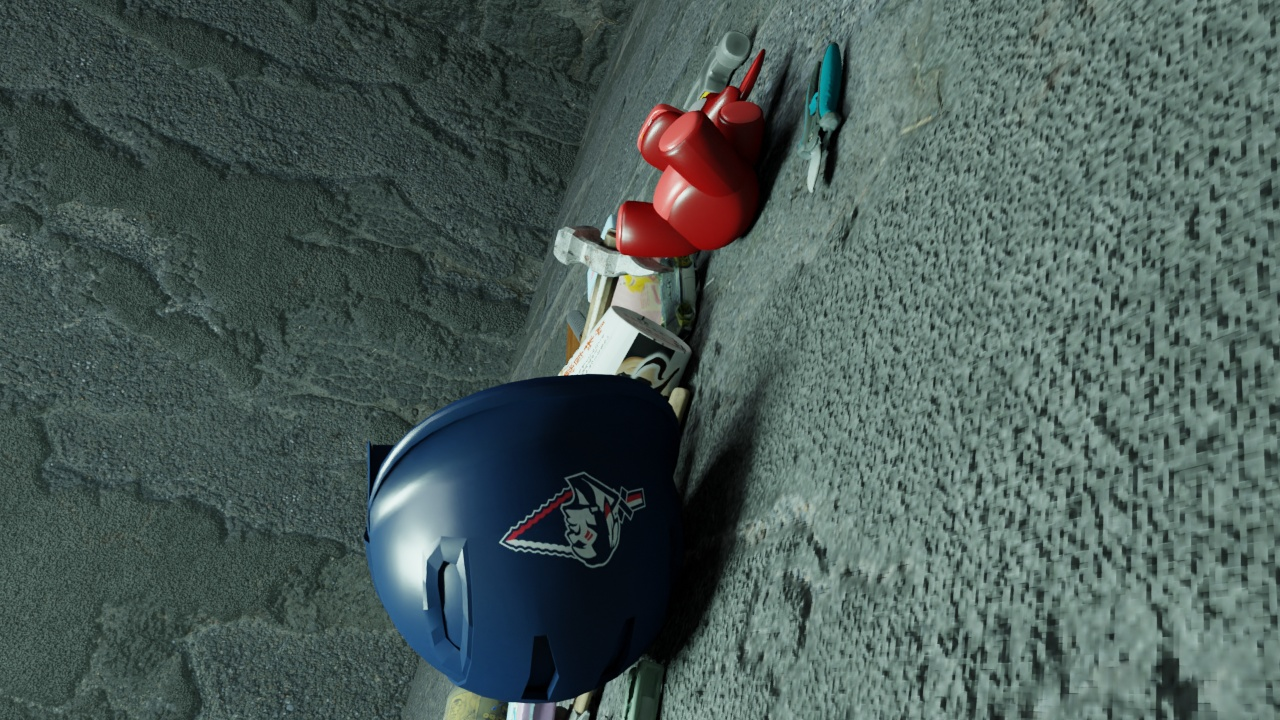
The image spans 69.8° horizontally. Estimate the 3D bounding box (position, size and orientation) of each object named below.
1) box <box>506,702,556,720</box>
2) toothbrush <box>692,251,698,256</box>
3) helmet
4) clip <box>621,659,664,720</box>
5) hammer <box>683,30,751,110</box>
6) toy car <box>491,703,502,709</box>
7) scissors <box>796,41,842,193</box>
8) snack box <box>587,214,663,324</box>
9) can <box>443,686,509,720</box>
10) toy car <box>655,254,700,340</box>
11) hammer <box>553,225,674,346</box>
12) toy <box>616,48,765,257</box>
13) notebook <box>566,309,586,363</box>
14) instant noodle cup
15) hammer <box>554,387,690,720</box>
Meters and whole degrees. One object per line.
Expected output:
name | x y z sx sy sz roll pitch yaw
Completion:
box | -0.104 0.367 0.787 0.076 0.033 0.214 177 101 -77
toothbrush | 0.080 -0.178 0.944 0.022 0.015 0.155 40 115 44
helmet | -0.073 0.119 0.653 0.223 0.232 0.273 -121 35 -45
clip | -0.001 0.245 0.627 0.044 0.023 0.075 121 166 -51
hammer | 0.055 -0.222 1.104 0.170 0.034 0.324 158 129 -77
toy car | -0.119 0.333 0.934 0.092 0.062 0.033 -115 46 -74
scissors | 0.137 -0.185 0.679 0.136 0.019 0.138 -101 33 -69
snack box | -0.002 -0.097 0.997 0.093 0.094 0.080 -99 30 -66
can | -0.173 0.406 0.998 0.074 0.090 0.090 -85 18 -53
toy car | 0.039 -0.066 0.909 0.048 0.033 0.105 139 135 -56
hammer | -0.060 0.019 0.950 0.048 0.121 0.319 -16 -53 -55
toy | 0.055 -0.186 0.841 0.159 0.120 0.196 -58 9 44
notebook | -0.085 0.025 1.260 0.225 0.024 0.167 -132 44 -77
instant noodle cup | -0.019 0.022 0.853 0.122 0.123 0.123 -60 13 12
hammer | -0.012 0.182 0.793 0.119 0.030 0.331 163 128 -75
